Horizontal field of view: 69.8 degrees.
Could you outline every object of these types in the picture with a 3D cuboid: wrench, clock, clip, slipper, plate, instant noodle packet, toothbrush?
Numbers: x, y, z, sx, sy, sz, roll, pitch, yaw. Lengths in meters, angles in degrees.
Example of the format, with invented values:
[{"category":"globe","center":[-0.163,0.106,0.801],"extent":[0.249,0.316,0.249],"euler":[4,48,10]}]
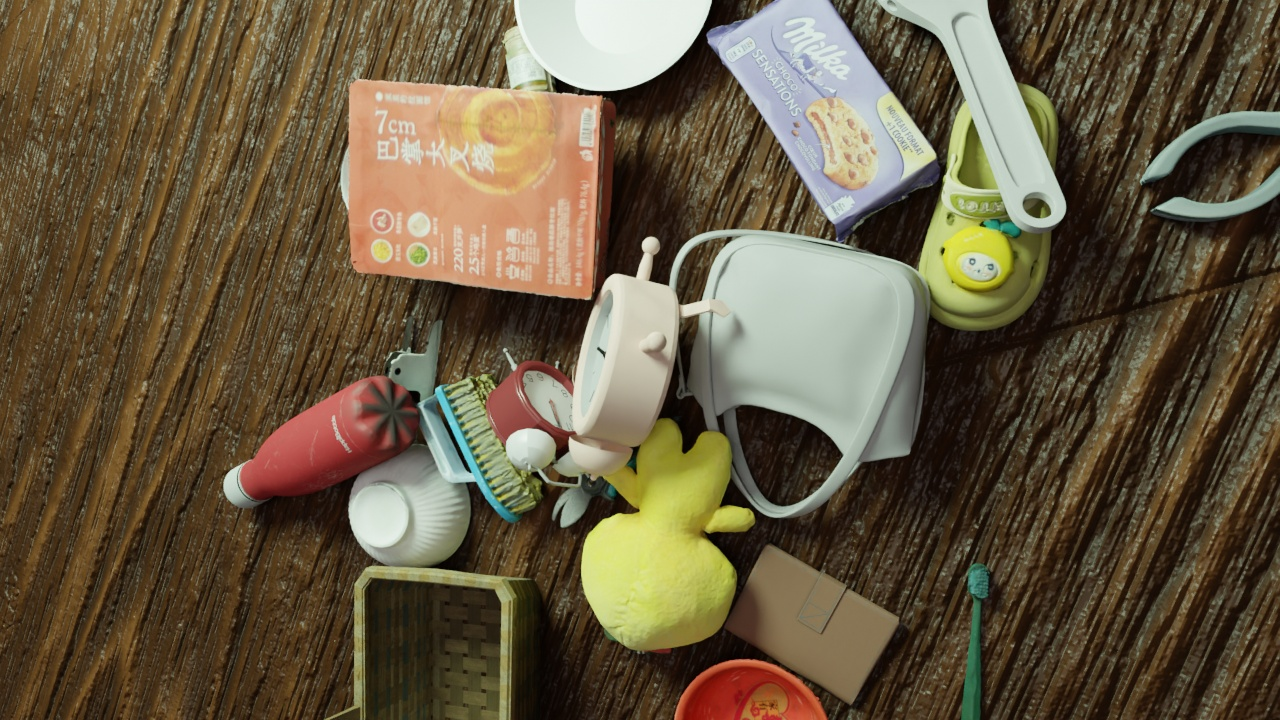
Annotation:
[{"category":"wrench","center":[0.239,-0.210,0.671],"extent":[0.087,0.018,0.273],"euler":[-10,67,2]},{"category":"clock","center":[-0.004,0.004,0.727],"extent":[0.086,0.130,0.161],"euler":[18,128,-17]},{"category":"clip","center":[-0.212,0.010,0.851],"extent":[0.057,0.054,0.102],"euler":[7,93,-19]},{"category":"slipper","center":[0.263,-0.116,0.678],"extent":[0.092,0.081,0.190],"euler":[10,91,15]},{"category":"clip","center":[0.438,-0.162,0.647],"extent":[0.163,0.027,0.106],"euler":[-16,87,16]},{"category":"plate","center":[-0.020,-0.313,0.786],"extent":[0.174,0.036,0.174],"euler":[0,89,15]},{"category":"clock","center":[-0.082,0.053,0.779],"extent":[0.044,0.087,0.124],"euler":[-42,55,27]},{"category":"instant noodle packet","center":[-0.137,-0.142,0.762],"extent":[0.221,0.083,0.164],"euler":[5,105,4]},{"category":"toothbrush","center":[0.259,0.253,0.714],"extent":[0.016,0.017,0.190],"euler":[3,91,18]}]

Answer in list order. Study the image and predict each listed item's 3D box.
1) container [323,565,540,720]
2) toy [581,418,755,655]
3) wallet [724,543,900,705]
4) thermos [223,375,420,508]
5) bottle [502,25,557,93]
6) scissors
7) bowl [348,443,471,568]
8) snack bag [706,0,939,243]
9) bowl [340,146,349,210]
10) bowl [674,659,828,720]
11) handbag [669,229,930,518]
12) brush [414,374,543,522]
[{"category":"container","center":[-0.174,0.300,0.764],"extent":[0.158,0.186,0.250],"euler":[1,91,18]},{"category":"toy","center":[0.018,0.152,0.752],"extent":[0.134,0.092,0.207],"euler":[16,92,19]},{"category":"wallet","center":[0.139,0.216,0.754],"extent":[0.121,0.013,0.087],"euler":[28,103,16]},{"category":"thermos","center":[-0.307,0.087,0.852],"extent":[0.241,0.073,0.073],"euler":[-25,83,31]},{"category":"bottle","center":[-0.095,-0.237,0.810],"extent":[0.043,0.043,0.111],"euler":[-11,86,17]},{"category":"scissors","center":[-0.020,0.088,0.802],"extent":[0.150,0.019,0.131],"euler":[-3,89,17]},{"category":"bowl","center":[-0.222,0.138,0.844],"extent":[0.118,0.062,0.118],"euler":[0,91,18]},{"category":"snack bag","center":[0.144,-0.202,0.727],"extent":[0.096,0.058,0.205],"euler":[-32,79,13]},{"category":"bowl","center":[-0.208,-0.162,0.836],"extent":[0.113,0.063,0.113],"euler":[0,91,17]},{"category":"bowl","center":[0.095,0.304,0.752],"extent":[0.131,0.045,0.130],"euler":[0,90,18]},{"category":"handbag","center":[0.117,0.016,0.735],"extent":[0.216,0.095,0.223],"euler":[17,105,27]},{"category":"brush","center":[-0.144,0.085,0.822],"extent":[0.075,0.055,0.136],"euler":[-30,82,19]}]
